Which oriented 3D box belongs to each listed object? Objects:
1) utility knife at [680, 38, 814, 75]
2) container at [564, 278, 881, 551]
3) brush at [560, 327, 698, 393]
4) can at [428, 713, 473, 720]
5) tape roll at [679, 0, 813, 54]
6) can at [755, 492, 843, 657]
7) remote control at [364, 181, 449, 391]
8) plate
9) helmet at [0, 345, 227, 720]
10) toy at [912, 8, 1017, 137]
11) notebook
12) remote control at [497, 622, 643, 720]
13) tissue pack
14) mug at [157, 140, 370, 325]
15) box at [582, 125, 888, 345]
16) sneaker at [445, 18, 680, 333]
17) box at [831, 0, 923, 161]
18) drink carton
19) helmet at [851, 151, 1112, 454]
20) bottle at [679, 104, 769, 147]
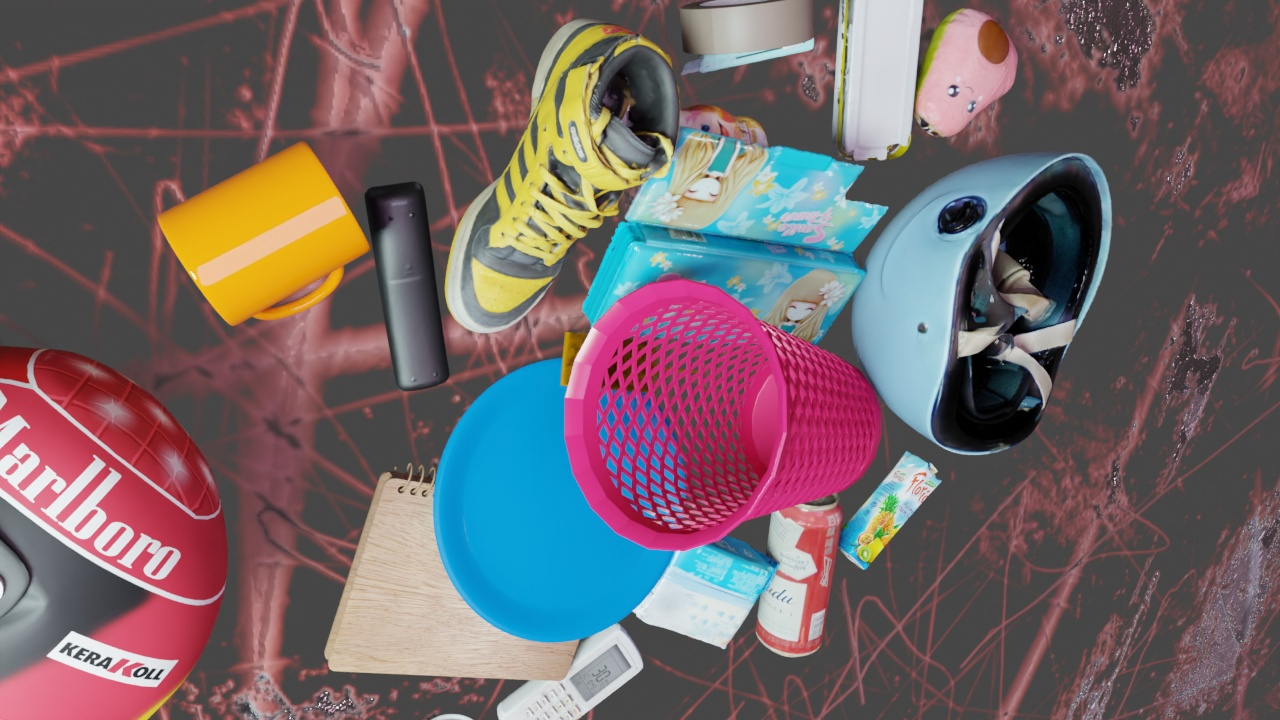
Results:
[{"bbox_3d":[0.083,-0.239,0.708,0.120,0.015,0.022,-19,142,-19],"label":"utility knife"},{"bbox_3d":[0.084,0.045,0.712,0.225,0.183,0.183,8,107,-53],"label":"container"},{"bbox_3d":[-0.004,0.004,0.749,0.126,0.017,0.048,6,89,-32],"label":"brush"},{"bbox_3d":[-0.167,0.364,0.787,0.064,0.064,0.105,0,110,-28],"label":"can"},{"bbox_3d":[0.076,-0.241,0.654,0.093,0.094,0.030,-18,117,-21],"label":"tape roll"},{"bbox_3d":[0.154,0.203,0.893,0.067,0.067,0.170,-6,113,-26],"label":"can"},{"bbox_3d":[-0.163,-0.049,0.649,0.041,0.020,0.152,-13,117,-22],"label":"remote control"},{"bbox_3d":[-0.062,0.110,0.738,0.224,0.024,0.224,1,88,-32],"label":"plate"},{"bbox_3d":[-0.359,0.097,0.498,0.224,0.198,0.271,-43,115,-6],"label":"helmet"},{"bbox_3d":[0.274,-0.241,0.786,0.090,0.051,0.110,30,95,-33],"label":"toy"},{"bbox_3d":[-0.129,0.177,0.749,0.210,0.022,0.169,15,97,-32],"label":"notebook"},{"bbox_3d":[-0.063,0.298,0.839,0.138,0.025,0.060,-34,122,-12],"label":"remote control"},{"bbox_3d":[0.052,0.202,0.841,0.144,0.062,0.093,26,97,-30],"label":"tissue pack"},{"bbox_3d":[-0.228,-0.069,0.580,0.095,0.077,0.113,-32,150,-13],"label":"mug"},{"bbox_3d":[0.087,-0.088,0.718,0.226,0.039,0.182,3,135,-29],"label":"box"},{"bbox_3d":[-0.050,-0.115,0.622,0.086,0.122,0.239,19,99,-31],"label":"sneaker"},{"bbox_3d":[0.191,-0.269,0.746,0.065,0.044,0.210,-6,113,-12],"label":"box"},{"bbox_3d":[0.253,0.152,0.942,0.129,0.038,0.044,-48,124,-4],"label":"drink carton"},{"bbox_3d":[0.286,-0.063,0.793,0.225,0.167,0.265,33,91,-45],"label":"helmet"},{"bbox_3d":[0.042,-0.160,0.687,0.108,0.063,0.063,8,106,-32],"label":"bottle"}]
